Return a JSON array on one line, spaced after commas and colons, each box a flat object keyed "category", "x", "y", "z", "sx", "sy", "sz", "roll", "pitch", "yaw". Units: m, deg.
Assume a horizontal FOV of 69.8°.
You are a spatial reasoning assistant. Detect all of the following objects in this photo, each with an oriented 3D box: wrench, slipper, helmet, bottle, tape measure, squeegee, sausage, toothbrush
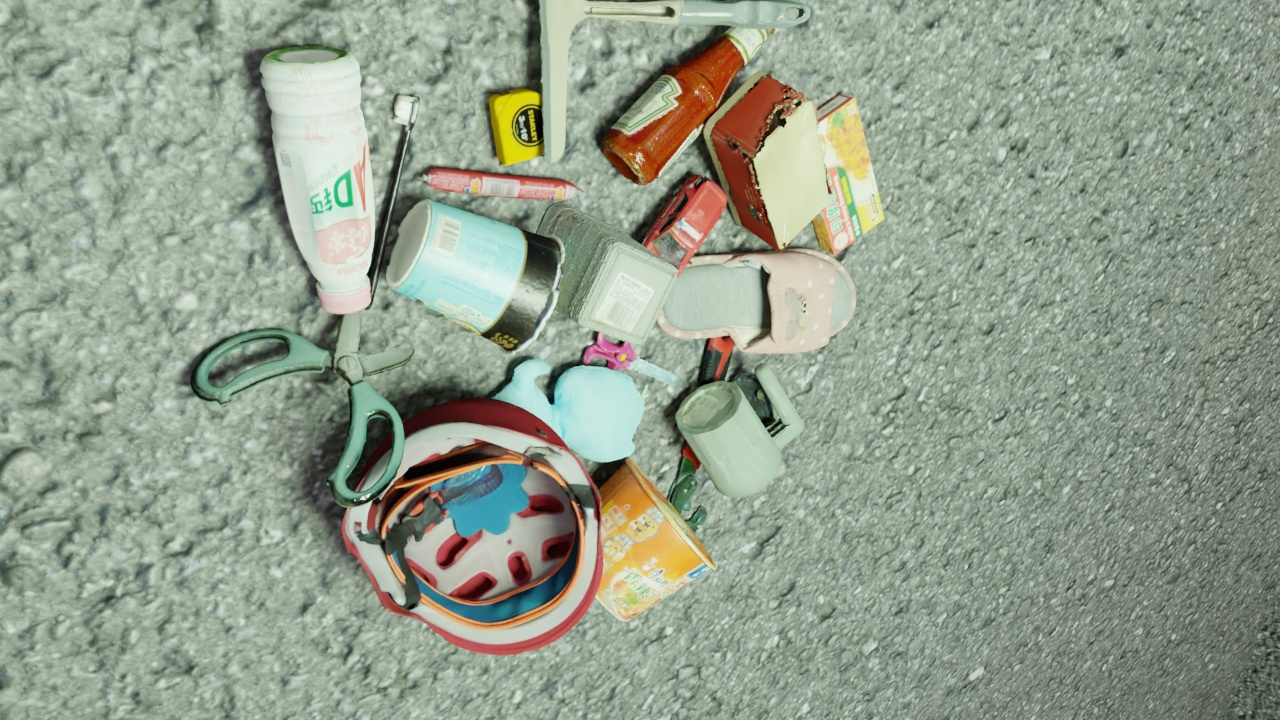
[{"category": "wrench", "x": 0.070, "y": 0.080, "z": 1.041, "sx": 0.056, "sy": 0.016, "sz": 0.274, "roll": -6, "pitch": 116, "yaw": -32}, {"category": "slipper", "x": 0.133, "y": -0.064, "z": 0.974, "sx": 0.273, "sy": 0.054, "sz": 0.114, "roll": 0, "pitch": 103, "yaw": -31}, {"category": "helmet", "x": -0.143, "y": 0.136, "z": 0.832, "sx": 0.207, "sy": 0.144, "sz": 0.240, "roll": -27, "pitch": 118, "yaw": -2}, {"category": "bottle", "x": -0.237, "y": -0.130, "z": 0.694, "sx": 0.068, "sy": 0.068, "sz": 0.197, "roll": -15, "pitch": 125, "yaw": -28}, {"category": "bottle", "x": 0.052, "y": -0.248, "z": 0.834, "sx": 0.206, "sy": 0.060, "sz": 0.060, "roll": -47, "pitch": 130, "yaw": -6}, {"category": "tape measure", "x": -0.100, "y": -0.199, "z": 0.774, "sx": 0.057, "sy": 0.029, "sz": 0.060, "roll": -21, "pitch": 123, "yaw": -23}, {"category": "squeegee", "x": 0.028, "y": -0.299, "z": 0.784, "sx": 0.246, "sy": 0.039, "sz": 0.247, "roll": -6, "pitch": 108, "yaw": -18}, {"category": "sausage", "x": -0.118, "y": -0.151, "z": 0.793, "sx": 0.155, "sy": 0.020, "sz": 0.020, "roll": -1, "pitch": 114, "yaw": -34}, {"category": "toothbrush", "x": -0.207, "y": -0.126, "z": 0.747, "sx": 0.018, "sy": 0.015, "sz": 0.181, "roll": 7, "pitch": 108, "yaw": -30}]

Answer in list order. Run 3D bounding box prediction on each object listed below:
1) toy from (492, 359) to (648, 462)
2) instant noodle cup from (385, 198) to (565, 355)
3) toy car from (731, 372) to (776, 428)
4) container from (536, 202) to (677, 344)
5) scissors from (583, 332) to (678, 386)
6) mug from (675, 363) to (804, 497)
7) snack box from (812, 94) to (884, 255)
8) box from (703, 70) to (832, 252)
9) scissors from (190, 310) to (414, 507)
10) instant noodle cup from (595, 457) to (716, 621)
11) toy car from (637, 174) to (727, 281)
[{"category": "toy", "x": -0.064, "y": 0.051, "z": 0.914, "sx": 0.156, "sy": 0.050, "sz": 0.161, "roll": -28, "pitch": 125, "yaw": -7}, {"category": "instant noodle cup", "x": -0.142, "y": -0.075, "z": 0.767, "sx": 0.120, "sy": 0.111, "sz": 0.111, "roll": 21, "pitch": 100, "yaw": -31}, {"category": "toy car", "x": 0.132, "y": 0.048, "z": 1.052, "sx": 0.034, "sy": 0.043, "sz": 0.091, "roll": -56, "pitch": 140, "yaw": -35}, {"category": "container", "x": -0.037, "y": -0.075, "z": 0.824, "sx": 0.090, "sy": 0.114, "sz": 0.090, "roll": 18, "pitch": 101, "yaw": -39}, {"category": "scissors", "x": -0.006, "y": 0.007, "z": 0.955, "sx": 0.135, "sy": 0.017, "sz": 0.063, "roll": 30, "pitch": 95, "yaw": -44}, {"category": "mug", "x": 0.110, "y": 0.072, "z": 0.998, "sx": 0.124, "sy": 0.083, "sz": 0.103, "roll": -39, "pitch": 123, "yaw": -7}, {"category": "snack box", "x": 0.212, "y": -0.198, "z": 0.988, "sx": 0.077, "sy": 0.027, "sz": 0.156, "roll": -36, "pitch": 128, "yaw": -12}, {"category": "box", "x": 0.132, "y": -0.183, "z": 0.875, "sx": 0.091, "sy": 0.079, "sz": 0.168, "roll": -46, "pitch": 150, "yaw": -6}, {"category": "scissors", "x": -0.263, "y": 0.036, "z": 0.722, "sx": 0.170, "sy": 0.173, "sz": 0.019, "roll": -3, "pitch": 159, "yaw": -14}, {"category": "instant noodle cup", "x": -0.009, "y": 0.193, "z": 0.967, "sx": 0.111, "sy": 0.151, "sz": 0.151, "roll": -39, "pitch": 129, "yaw": -1}, {"category": "toy car", "x": 0.038, "y": -0.125, "z": 0.883, "sx": 0.053, "sy": 0.045, "sz": 0.120, "roll": 37, "pitch": 82, "yaw": -21}]
